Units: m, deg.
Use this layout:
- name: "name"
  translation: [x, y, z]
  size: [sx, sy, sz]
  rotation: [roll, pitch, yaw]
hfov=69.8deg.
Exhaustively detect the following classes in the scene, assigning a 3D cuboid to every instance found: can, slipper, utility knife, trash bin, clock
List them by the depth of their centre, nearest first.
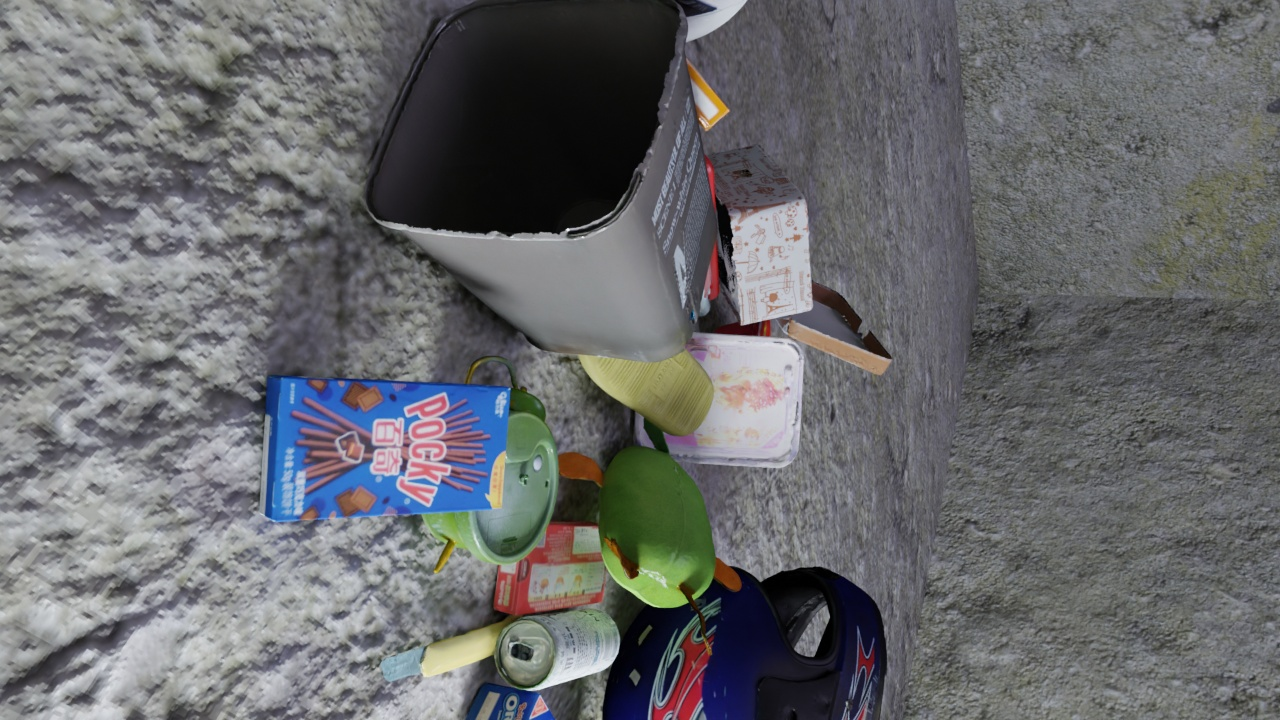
- name: "trash bin"
  translation: [-0.045, -0.117, 0.676]
  size: [0.220, 0.199, 0.198]
  rotation: [57, 45, -58]
- name: "clock"
  translation: [-0.115, 0.077, 0.701]
  size: [0.116, 0.056, 0.161]
  rotation: [5, 89, -63]
- name: "utility knife"
  translation: [-0.137, 0.224, 0.716]
  size: [0.195, 0.020, 0.031]
  rotation: [16, 78, -70]
- name: "can"
  translation: [-0.068, 0.248, 0.794]
  size: [0.146, 0.058, 0.058]
  rotation: [32, 65, -67]
- name: "slipper"
  translation: [-0.005, 0.005, 0.885]
  size: [0.190, 0.082, 0.091]
  rotation: [44, 70, -38]

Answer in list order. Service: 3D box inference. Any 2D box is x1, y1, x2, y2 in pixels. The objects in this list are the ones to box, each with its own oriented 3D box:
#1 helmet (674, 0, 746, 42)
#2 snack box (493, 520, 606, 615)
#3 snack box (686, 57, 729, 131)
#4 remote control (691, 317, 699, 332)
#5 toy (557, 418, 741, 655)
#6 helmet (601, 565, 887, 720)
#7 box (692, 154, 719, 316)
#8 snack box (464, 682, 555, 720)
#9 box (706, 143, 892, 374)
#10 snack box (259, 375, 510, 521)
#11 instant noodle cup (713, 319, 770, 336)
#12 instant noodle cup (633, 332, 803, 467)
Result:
- name: "helmet"
  translation: [0.040, -0.399, 0.839]
  size: [0.257, 0.146, 0.229]
  rotation: [-51, 136, -48]
- name: "snack box"
  translation: [-0.075, 0.184, 0.826]
  size: [0.152, 0.025, 0.075]
  rotation: [19, 77, -62]
- name: "snack box"
  translation: [0.021, -0.244, 0.737]
  size: [0.075, 0.026, 0.153]
  rotation: [42, 17, -33]
- name: "remote control"
  translation: [0.051, -0.019, 1.050]
  size: [0.056, 0.019, 0.135]
  rotation: [-51, 137, -48]
- name: "toy"
  translation: [0.012, 0.156, 0.855]
  size: [0.227, 0.090, 0.246]
  rotation: [41, 19, -18]
- name: "helmet"
  translation: [0.092, 0.331, 0.932]
  size: [0.240, 0.248, 0.314]
  rotation: [32, 66, -20]
- name: "box"
  translation: [0.022, -0.118, 0.902]
  size: [0.101, 0.095, 0.202]
  rotation: [-27, 147, -12]
- name: "snack box"
  translation: [-0.089, 0.361, 0.790]
  size: [0.058, 0.057, 0.208]
  rotation: [-62, 144, -43]
- name: "box"
  translation: [0.148, -0.095, 0.978]
  size: [0.272, 0.130, 0.179]
  rotation: [48, 12, -30]
- name: "snack box"
  translation: [-0.157, 0.055, 0.585]
  size: [0.157, 0.026, 0.084]
  rotation: [4, 90, -39]
- name: "instant noodle cup"
  translation: [0.119, 0.028, 1.109]
  size: [0.193, 0.066, 0.194]
  rotation: [3, 89, -79]
- name: "instant noodle cup"
  translation: [0.083, 0.040, 0.983]
  size: [0.060, 0.173, 0.138]
  rotation: [-15, 108, -85]
